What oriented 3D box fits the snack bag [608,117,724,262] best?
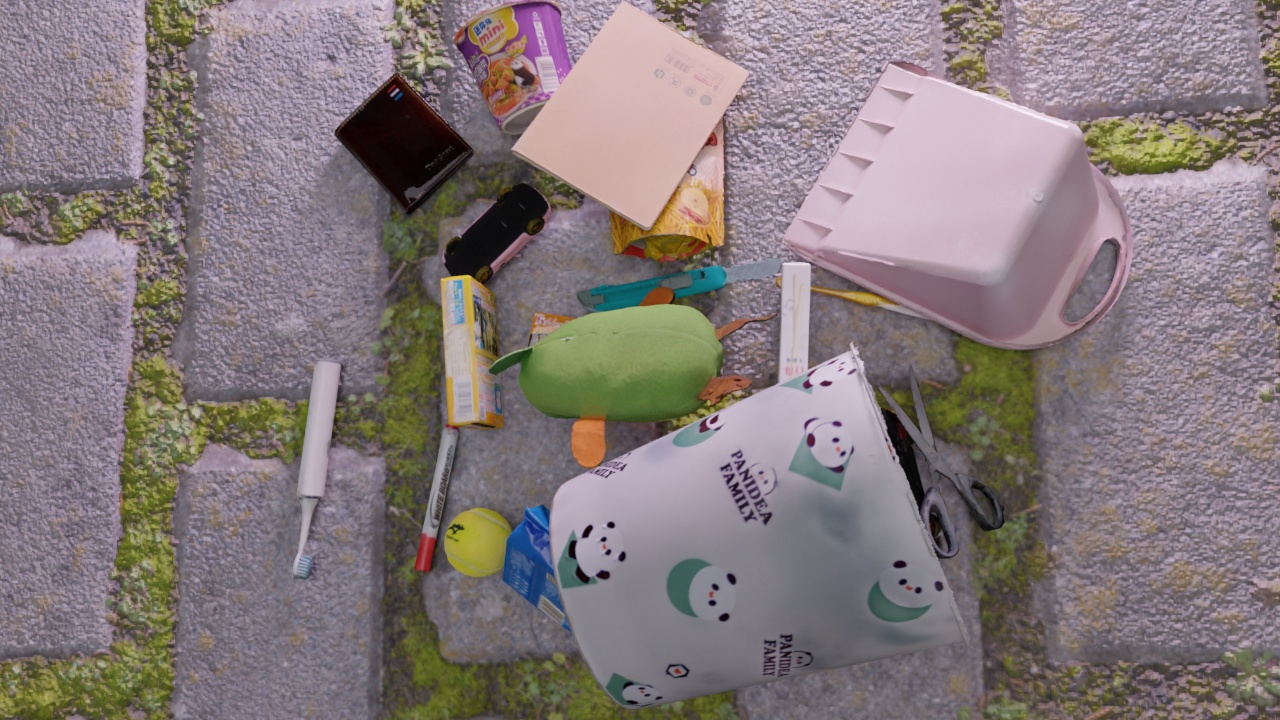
[{"bbox_3d":[0.022,-0.203,0.901,0.129,0.073,0.207,-4,75,8],"label":"snack bag"}]

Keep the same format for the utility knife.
[{"bbox_3d":[0.037,-0.076,0.901,0.205,0.013,0.029,-11,82,7],"label":"utility knife"}]

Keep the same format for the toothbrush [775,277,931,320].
[{"bbox_3d":[0.223,-0.056,0.874,0.191,0.018,0.016,12,87,7],"label":"toothbrush"}]

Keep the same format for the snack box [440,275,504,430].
[{"bbox_3d":[-0.161,-0.005,0.884,0.034,0.087,0.140,-4,83,7],"label":"snack box"}]

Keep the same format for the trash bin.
[{"bbox_3d":[0.084,0.137,0.694,0.252,0.229,0.229,-21,81,13],"label":"trash bin"}]

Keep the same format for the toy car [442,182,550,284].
[{"bbox_3d":[-0.143,-0.125,0.920,0.122,0.037,0.056,-44,74,-2],"label":"toy car"}]

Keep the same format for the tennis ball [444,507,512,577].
[{"bbox_3d":[-0.153,0.173,0.872,0.065,0.065,0.065,-1,83,8],"label":"tennis ball"}]

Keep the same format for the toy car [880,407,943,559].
[{"bbox_3d":[0.225,0.115,0.825,0.041,0.071,0.155,-28,72,48],"label":"toy car"}]

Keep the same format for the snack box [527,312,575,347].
[{"bbox_3d":[-0.035,0.002,0.896,0.154,0.026,0.075,10,83,9],"label":"snack box"}]

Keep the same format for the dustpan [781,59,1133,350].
[{"bbox_3d":[0.307,-0.131,0.867,0.273,0.139,0.222,30,84,38],"label":"dustpan"}]

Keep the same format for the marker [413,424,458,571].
[{"bbox_3d":[-0.201,0.135,0.908,0.017,0.017,0.145,10,85,9],"label":"marker"}]

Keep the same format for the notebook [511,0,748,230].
[{"bbox_3d":[-0.005,-0.237,0.871,0.148,0.008,0.207,30,70,2],"label":"notebook"}]

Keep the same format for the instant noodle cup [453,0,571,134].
[{"bbox_3d":[-0.115,-0.284,0.907,0.111,0.111,0.099,-19,91,5],"label":"instant noodle cup"}]

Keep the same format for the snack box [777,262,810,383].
[{"bbox_3d":[0.137,-0.004,0.827,0.027,0.084,0.156,2,85,8],"label":"snack box"}]

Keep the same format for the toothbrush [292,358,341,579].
[{"bbox_3d":[-0.329,0.108,0.924,0.026,0.027,0.221,5,84,4],"label":"toothbrush"}]

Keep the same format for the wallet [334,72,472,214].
[{"bbox_3d":[-0.247,-0.227,0.958,0.096,0.020,0.122,-44,82,1],"label":"wallet"}]

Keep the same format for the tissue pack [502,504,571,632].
[{"bbox_3d":[-0.073,0.186,0.824,0.095,0.157,0.052,35,58,12],"label":"tissue pack"}]

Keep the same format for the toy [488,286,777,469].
[{"bbox_3d":[-0.005,0.005,0.808,0.247,0.090,0.226,-3,38,26],"label":"toy"}]

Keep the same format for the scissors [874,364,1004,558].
[{"bbox_3d":[0.266,0.094,0.821,0.159,0.014,0.174,26,63,-17],"label":"scissors"}]
